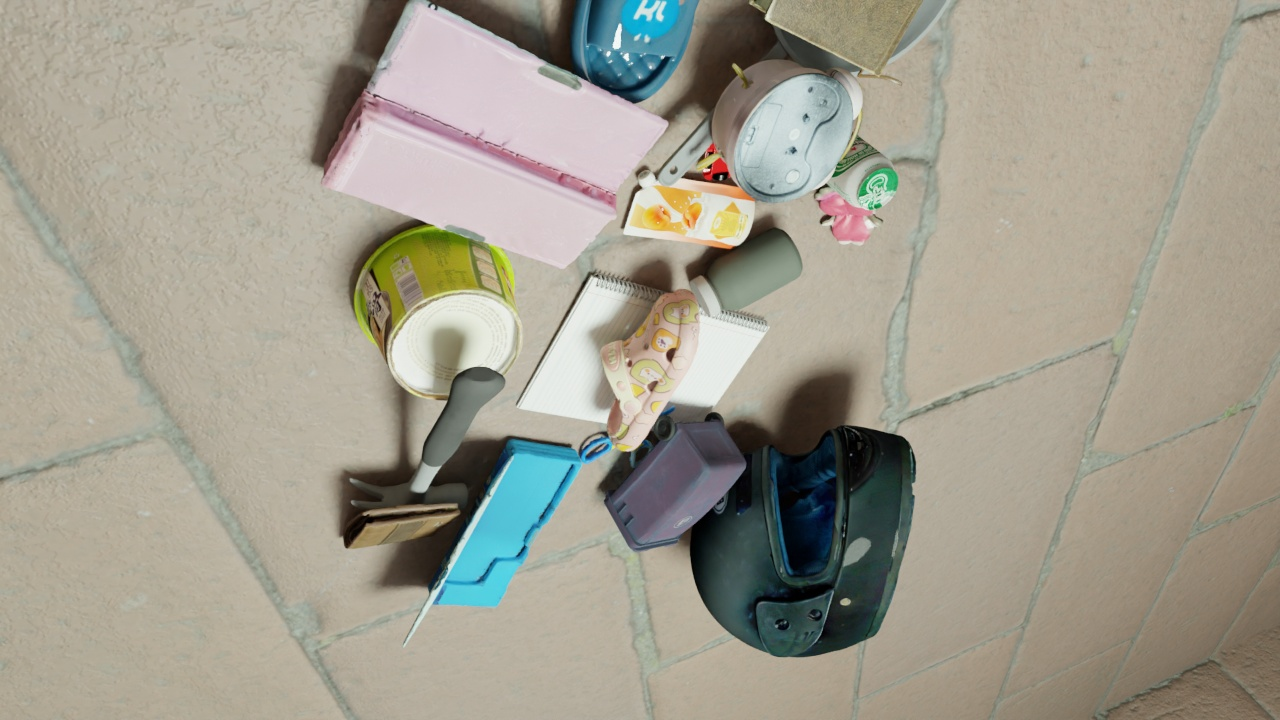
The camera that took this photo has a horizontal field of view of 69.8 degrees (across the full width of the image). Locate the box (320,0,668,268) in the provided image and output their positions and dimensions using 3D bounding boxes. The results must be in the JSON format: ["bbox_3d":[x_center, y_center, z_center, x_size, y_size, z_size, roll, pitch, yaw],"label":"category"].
[{"bbox_3d":[-0.113,-0.165,0.735,0.232,0.039,0.180,16,136,-32],"label":"box"}]

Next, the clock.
[{"bbox_3d":[0.134,-0.201,0.798,0.157,0.058,0.117,-5,130,-30],"label":"clock"}]

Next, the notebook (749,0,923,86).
[{"bbox_3d":[0.209,-0.344,0.742,0.190,0.034,0.216,12,118,-36],"label":"notebook"}]

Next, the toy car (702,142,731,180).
[{"bbox_3d":[0.100,-0.197,0.874,0.089,0.025,0.038,-11,132,-19],"label":"toy car"}]

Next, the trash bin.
[{"bbox_3d":[0.037,0.142,1.072,0.093,0.092,0.161,0,138,-46],"label":"trash bin"}]

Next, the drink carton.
[{"bbox_3d":[0.047,-0.145,0.888,0.122,0.038,0.069,3,126,-23],"label":"drink carton"}]

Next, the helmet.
[{"bbox_3d":[0.182,0.216,1.123,0.236,0.248,0.317,7,129,2],"label":"helmet"}]

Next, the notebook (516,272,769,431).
[{"bbox_3d":[0.009,0.004,1.007,0.245,0.013,0.178,13,122,-36],"label":"notebook"}]

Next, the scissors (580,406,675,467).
[{"bbox_3d":[-0.009,0.091,1.064,0.125,0.015,0.127,-33,144,10],"label":"scissors"}]

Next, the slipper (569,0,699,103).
[{"bbox_3d":[0.013,-0.300,0.707,0.103,0.059,0.214,0,120,-33],"label":"slipper"}]

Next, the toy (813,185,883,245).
[{"bbox_3d":[0.218,-0.163,0.958,0.065,0.050,0.102,-6,149,17],"label":"toy"}]

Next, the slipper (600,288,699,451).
[{"bbox_3d":[-0.006,0.005,0.940,0.081,0.093,0.198,17,125,-14],"label":"slipper"}]

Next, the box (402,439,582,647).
[{"bbox_3d":[-0.181,0.197,1.031,0.169,0.071,0.244,-11,138,-56],"label":"box"}]

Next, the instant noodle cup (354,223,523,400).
[{"bbox_3d":[-0.172,-0.037,0.811,0.146,0.097,0.146,-15,133,-17],"label":"instant noodle cup"}]

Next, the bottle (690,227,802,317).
[{"bbox_3d":[0.109,-0.089,0.947,0.108,0.060,0.060,-29,135,-4],"label":"bottle"}]

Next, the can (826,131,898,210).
[{"bbox_3d":[0.200,-0.188,0.881,0.053,0.101,0.053,-15,133,-17],"label":"can"}]

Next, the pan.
[{"bbox_3d":[0.137,-0.290,0.795,0.357,0.050,0.200,-43,135,11],"label":"pan"}]

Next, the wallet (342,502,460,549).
[{"bbox_3d":[-0.253,0.173,0.965,0.098,0.027,0.121,-1,159,-29],"label":"wallet"}]

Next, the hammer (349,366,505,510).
[{"bbox_3d":[-0.193,0.083,0.865,0.124,0.029,0.312,1,152,-26],"label":"hammer"}]
